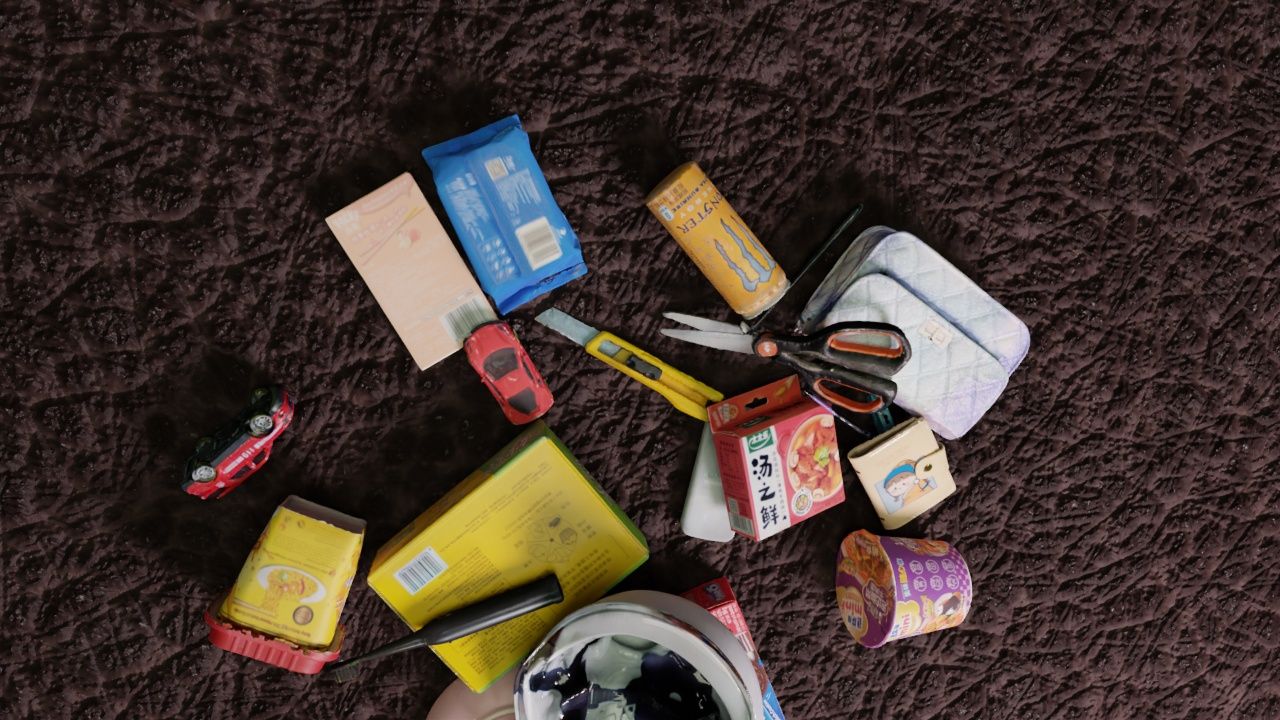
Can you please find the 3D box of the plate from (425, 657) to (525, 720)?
[{"bbox_3d":[-0.121,0.390,0.911,0.192,0.039,0.192,-2,101,-8],"label":"plate"}]

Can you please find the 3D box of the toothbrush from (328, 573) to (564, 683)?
[{"bbox_3d":[-0.171,0.238,0.809,0.212,0.026,0.027,-20,98,-4],"label":"toothbrush"}]

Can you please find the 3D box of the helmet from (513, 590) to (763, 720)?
[{"bbox_3d":[0.013,0.315,0.830,0.229,0.145,0.259,14,103,18],"label":"helmet"}]

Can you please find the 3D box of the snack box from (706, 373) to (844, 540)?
[{"bbox_3d":[0.131,0.090,0.868,0.113,0.044,0.127,-19,104,-28],"label":"snack box"}]

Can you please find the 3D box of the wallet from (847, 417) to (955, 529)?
[{"bbox_3d":[0.260,0.110,0.901,0.087,0.024,0.115,-28,123,7],"label":"wallet"}]

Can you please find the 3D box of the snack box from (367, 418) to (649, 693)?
[{"bbox_3d":[-0.121,0.181,0.855,0.210,0.070,0.157,-39,104,0],"label":"snack box"}]

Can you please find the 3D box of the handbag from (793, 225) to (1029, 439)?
[{"bbox_3d":[0.260,-0.028,0.867,0.194,0.075,0.134,34,100,-12],"label":"handbag"}]

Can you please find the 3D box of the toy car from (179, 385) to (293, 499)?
[{"bbox_3d":[-0.352,0.074,0.811,0.120,0.053,0.045,-41,125,7],"label":"toy car"}]

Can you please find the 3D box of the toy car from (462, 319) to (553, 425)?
[{"bbox_3d":[-0.120,0.012,0.833,0.049,0.031,0.106,-29,120,-3],"label":"toy car"}]

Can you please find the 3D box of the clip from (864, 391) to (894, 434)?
[{"bbox_3d":[0.237,0.050,0.907,0.014,0.040,0.056,-23,99,-6],"label":"clip"}]

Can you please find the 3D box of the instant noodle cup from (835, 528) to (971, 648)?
[{"bbox_3d":[0.262,0.223,0.905,0.099,0.111,0.111,1,101,-16],"label":"instant noodle cup"}]

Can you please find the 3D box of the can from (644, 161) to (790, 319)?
[{"bbox_3d":[0.070,-0.109,0.833,0.058,0.058,0.146,-42,104,1],"label":"can"}]

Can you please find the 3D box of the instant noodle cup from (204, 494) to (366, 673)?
[{"bbox_3d":[-0.304,0.194,0.816,0.116,0.116,0.123,23,85,-12],"label":"instant noodle cup"}]

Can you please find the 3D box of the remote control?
[{"bbox_3d":[0.079,0.109,0.895,0.056,0.020,0.136,12,97,-11],"label":"remote control"}]

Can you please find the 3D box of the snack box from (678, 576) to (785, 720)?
[{"bbox_3d":[0.101,0.324,0.923,0.057,0.058,0.207,-22,103,-1],"label":"snack box"}]

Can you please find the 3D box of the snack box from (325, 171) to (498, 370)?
[{"bbox_3d":[-0.200,-0.078,0.816,0.084,0.026,0.157,-30,103,-2],"label":"snack box"}]

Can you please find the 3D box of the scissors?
[{"bbox_3d":[0.130,0.002,0.848,0.234,0.021,0.163,-6,127,20],"label":"scissors"}]

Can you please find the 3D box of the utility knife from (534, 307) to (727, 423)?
[{"bbox_3d":[-0.005,0.005,0.859,0.207,0.015,0.033,29,89,-5],"label":"utility knife"}]

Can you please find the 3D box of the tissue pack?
[{"bbox_3d":[-0.118,-0.128,0.805,0.095,0.052,0.157,-26,104,-5],"label":"tissue pack"}]

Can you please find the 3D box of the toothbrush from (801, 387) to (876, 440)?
[{"bbox_3d":[0.216,0.068,0.884,0.189,0.014,0.017,33,104,-31],"label":"toothbrush"}]

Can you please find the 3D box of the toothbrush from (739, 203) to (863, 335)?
[{"bbox_3d":[0.148,-0.082,0.872,0.018,0.015,0.181,43,93,-5],"label":"toothbrush"}]
